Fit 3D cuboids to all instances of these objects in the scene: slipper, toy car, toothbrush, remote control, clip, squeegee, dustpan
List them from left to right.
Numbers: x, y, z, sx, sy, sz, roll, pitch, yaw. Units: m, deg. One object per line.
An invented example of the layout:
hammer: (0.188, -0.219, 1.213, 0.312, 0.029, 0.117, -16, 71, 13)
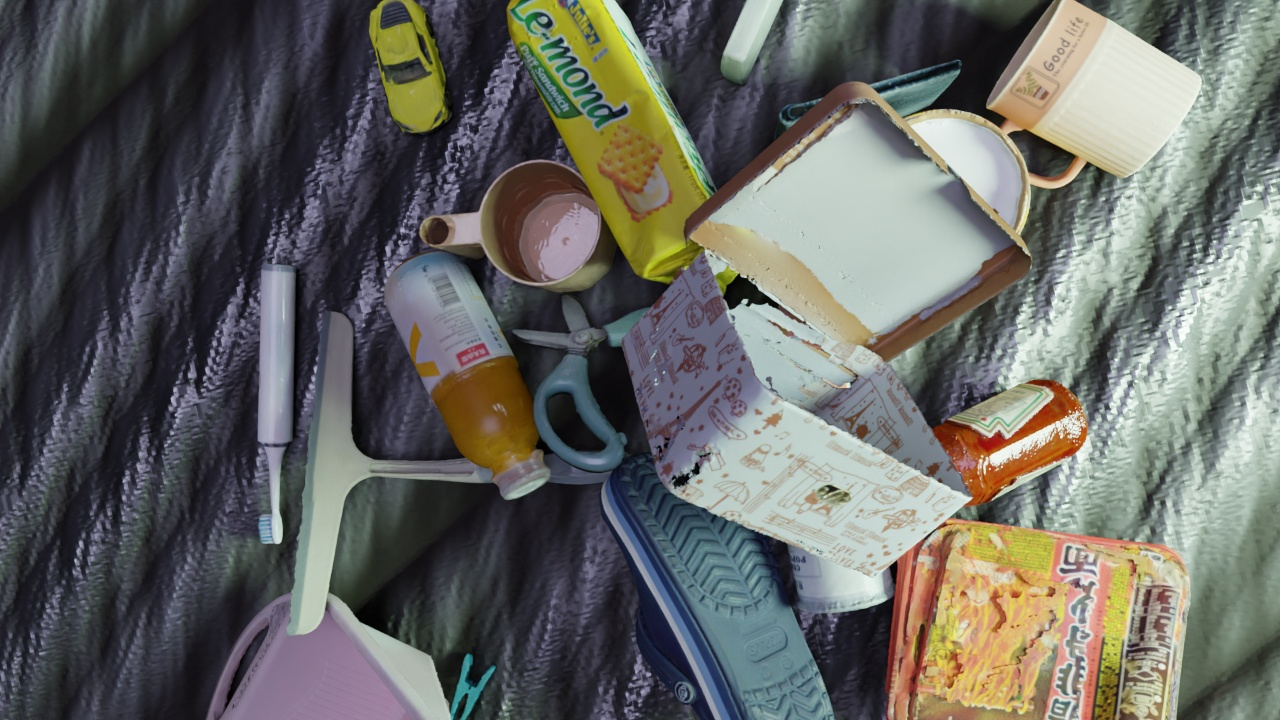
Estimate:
toothbrush: (-0.288, 0.035, 0.725, 0.026, 0.026, 0.221, 1, 91, 1)
dustpan: (-0.237, 0.291, 0.633, 0.138, 0.273, 0.222, 29, 90, -19)
toy car: (-0.179, -0.228, 0.708, 0.048, 0.032, 0.105, -15, 90, 6)
clip: (-0.134, 0.257, 0.713, 0.050, 0.015, 0.057, 21, 91, 4)
squeegee: (-0.127, 0.081, 0.699, 0.246, 0.039, 0.246, -1, 71, -1)
slipper: (0.049, 0.185, 0.655, 0.095, 0.104, 0.252, -41, 72, 40)
remote control: (0.093, -0.269, 0.664, 0.019, 0.056, 0.135, 25, 93, 7)

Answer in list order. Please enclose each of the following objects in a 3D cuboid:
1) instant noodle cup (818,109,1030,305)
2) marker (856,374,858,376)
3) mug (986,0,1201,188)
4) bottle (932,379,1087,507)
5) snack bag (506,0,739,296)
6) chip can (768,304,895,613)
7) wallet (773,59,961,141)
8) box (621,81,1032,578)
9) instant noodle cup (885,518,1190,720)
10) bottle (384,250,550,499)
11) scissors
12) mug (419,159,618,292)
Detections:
instant noodle cup: (0.194, -0.103, 0.625, 0.138, 0.109, 0.138, 0, 90, 5)
marker: (0.177, 0.038, 0.675, 0.018, 0.015, 0.124, -18, 86, 2)
mug: (0.300, -0.173, 0.633, 0.106, 0.081, 0.115, 32, 120, 4)
bottle: (0.205, 0.075, 0.615, 0.205, 0.060, 0.060, -23, 87, -17)
snack bag: (-0.008, -0.154, 0.625, 0.068, 0.158, 0.246, -27, 86, 12)
chip can: (0.125, 0.064, 0.653, 0.071, 0.071, 0.214, -12, 88, 6)
wallet: (0.153, -0.175, 0.636, 0.121, 0.097, 0.019, -15, 92, 7)
box: (0.122, -0.014, 0.503, 0.183, 0.156, 0.194, 27, 120, -32)
instant noodle cup: (0.263, 0.194, 0.633, 0.189, 0.079, 0.164, 7, 91, 5)
bottle: (-0.123, 0.010, 0.667, 0.068, 0.068, 0.189, -31, 74, 6)
scissors: (-0.004, 0.004, 0.657, 0.178, 0.019, 0.170, -10, 47, -9)
mug: (-0.081, -0.089, 0.660, 0.125, 0.103, 0.084, -4, 89, 7)
